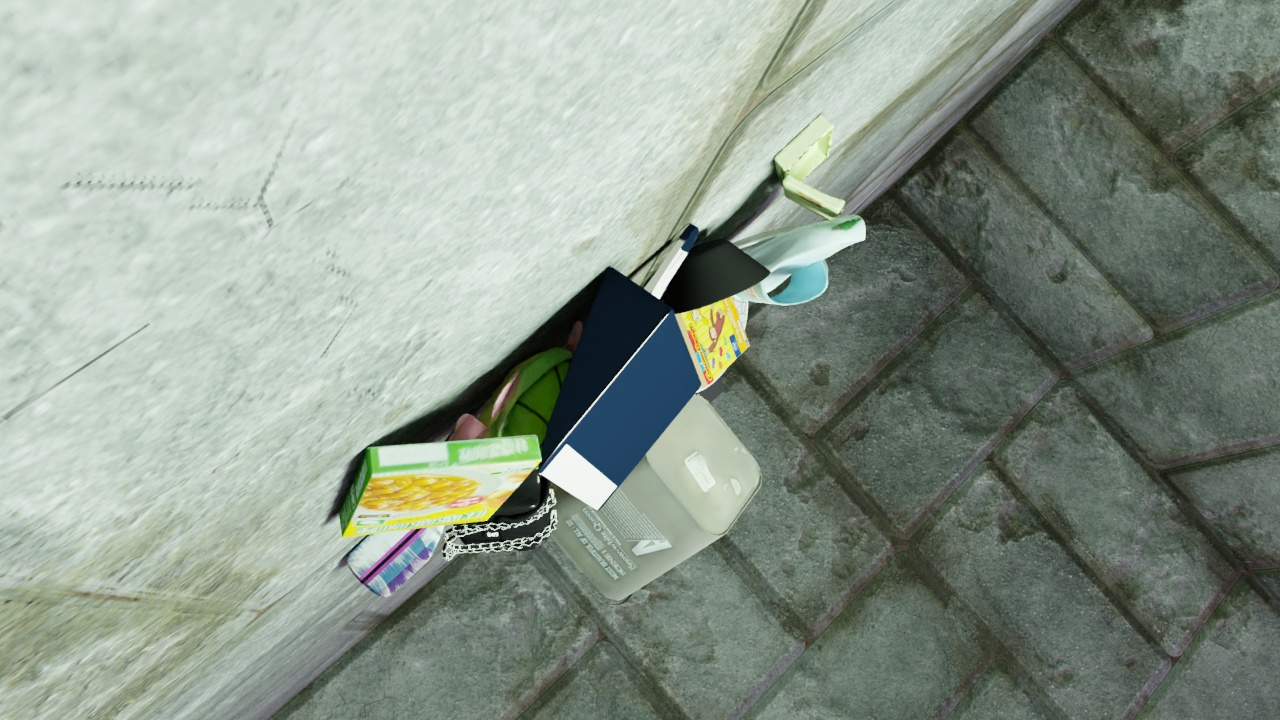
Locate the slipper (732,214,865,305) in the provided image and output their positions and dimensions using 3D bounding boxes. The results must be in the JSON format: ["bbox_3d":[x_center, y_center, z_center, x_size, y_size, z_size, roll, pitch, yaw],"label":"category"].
[{"bbox_3d":[0.172,-0.102,1.042,0.104,0.074,0.246,-15,176,-22],"label":"slipper"}]

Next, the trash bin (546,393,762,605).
[{"bbox_3d":[0.015,0.172,1.187,0.221,0.197,0.196,-36,-175,43],"label":"trash bin"}]

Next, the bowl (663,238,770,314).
[{"bbox_3d":[0.072,-0.097,0.983,0.124,0.052,0.124,-21,-168,4],"label":"bowl"}]

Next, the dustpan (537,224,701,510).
[{"bbox_3d":[-0.006,-0.005,0.863,0.273,0.080,0.236,-50,162,-7],"label":"dustpan"}]

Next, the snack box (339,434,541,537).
[{"bbox_3d":[-0.169,0.106,0.756,0.131,0.027,0.168,-3,156,-27],"label":"snack box"}]

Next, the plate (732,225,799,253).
[{"bbox_3d":[0.138,-0.135,1.115,0.208,0.015,0.208,-17,177,-1],"label":"plate"}]

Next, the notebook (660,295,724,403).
[{"bbox_3d":[0.049,0.003,1.261,0.148,0.016,0.207,-39,133,-29],"label":"notebook"}]

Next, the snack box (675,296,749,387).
[{"bbox_3d":[0.070,-0.031,1.046,0.040,0.088,0.125,-14,-166,33],"label":"snack box"}]

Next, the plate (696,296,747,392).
[{"bbox_3d":[0.081,-0.047,1.246,0.188,0.016,0.189,-24,124,-40],"label":"plate"}]

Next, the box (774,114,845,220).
[{"bbox_3d":[0.192,-0.210,0.999,0.187,0.091,0.083,-35,150,-80],"label":"box"}]

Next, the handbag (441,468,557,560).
[{"bbox_3d":[-0.162,0.189,1.084,0.125,0.114,0.154,1,149,-2],"label":"handbag"}]

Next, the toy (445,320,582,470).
[{"bbox_3d":[-0.097,0.051,0.861,0.190,0.088,0.238,-58,163,9],"label":"toy"}]

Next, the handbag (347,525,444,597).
[{"bbox_3d":[-0.276,0.211,1.119,0.145,0.068,0.169,-43,-178,10],"label":"handbag"}]
